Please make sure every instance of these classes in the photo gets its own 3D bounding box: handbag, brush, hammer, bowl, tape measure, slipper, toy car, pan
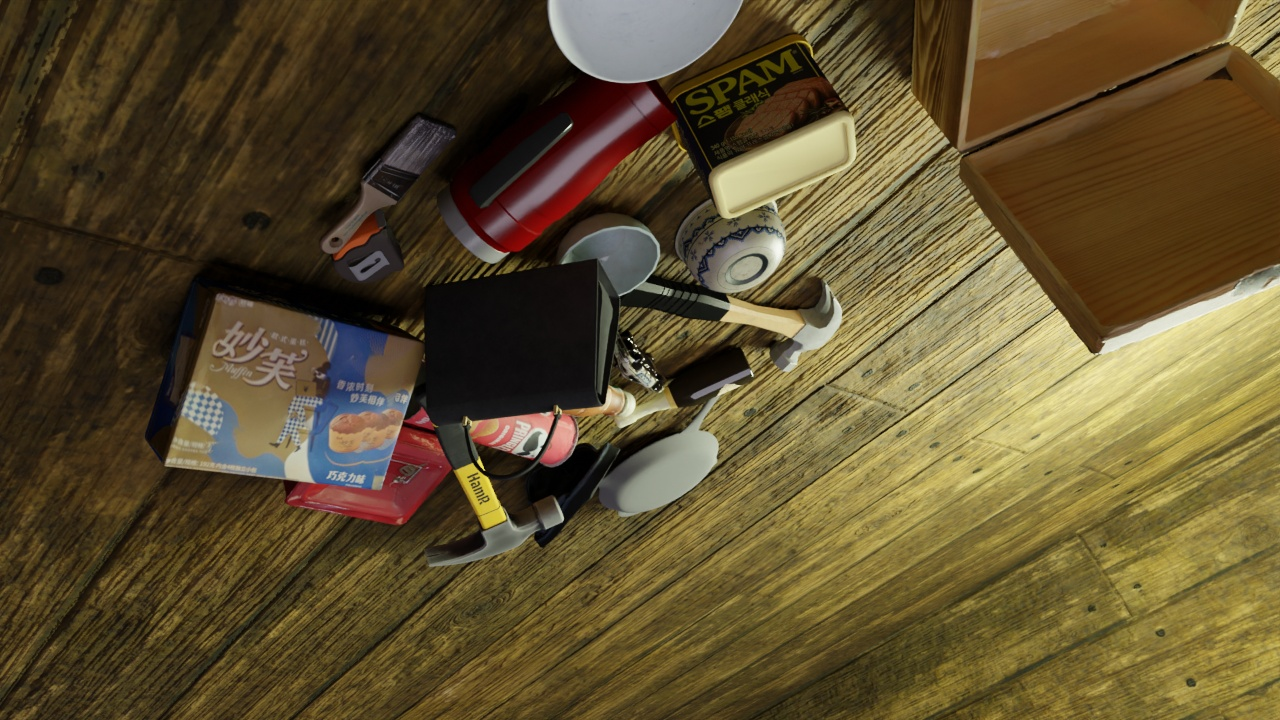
[{"bbox_3d":[-0.115,0.018,0.852,0.176,0.195,0.072,-8,150,14],"label":"handbag"},{"bbox_3d":[-0.213,-0.143,0.756,0.151,0.012,0.039,-44,140,15],"label":"brush"},{"bbox_3d":[-0.193,0.129,1.024,0.169,0.034,0.325,-22,141,-10],"label":"hammer"},{"bbox_3d":[-0.037,-0.107,0.903,0.106,0.039,0.106,-15,147,-10],"label":"bowl"},{"bbox_3d":[-0.241,-0.095,0.805,0.059,0.038,0.058,-20,147,-3],"label":"tape measure"},{"bbox_3d":[0.104,-0.058,1.060,0.327,0.039,0.131,9,135,-38],"label":"hammer"},{"bbox_3d":[-0.109,0.166,1.235,0.108,0.083,0.266,-55,180,-33],"label":"slipper"},{"bbox_3d":[-0.006,0.006,1.078,0.040,0.048,0.113,-33,146,9],"label":"toy car"},{"bbox_3d":[-0.004,-0.277,0.641,0.144,0.074,0.144,-15,147,-10],"label":"bowl"},{"bbox_3d":[0.099,-0.116,0.951,0.115,0.059,0.116,-15,147,-10],"label":"bowl"},{"bbox_3d":[0.058,0.130,1.304,0.216,0.024,0.356,-5,141,-35],"label":"pan"}]

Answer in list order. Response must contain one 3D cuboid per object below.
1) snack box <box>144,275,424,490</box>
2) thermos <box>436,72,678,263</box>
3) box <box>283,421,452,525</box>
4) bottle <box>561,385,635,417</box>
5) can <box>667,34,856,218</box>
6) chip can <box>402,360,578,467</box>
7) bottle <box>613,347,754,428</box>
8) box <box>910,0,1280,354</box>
[{"bbox_3d":[-0.318,0.026,0.841,0.202,0.069,0.155,16,94,-44],"label":"snack box"},{"bbox_3d":[-0.073,-0.166,0.744,0.199,0.084,0.108,-35,180,17],"label":"thermos"},{"bbox_3d":[-0.305,0.102,1.019,0.130,0.097,0.157,-42,139,22],"label":"box"},{"bbox_3d":[-0.066,0.039,1.085,0.059,0.059,0.167,-38,149,23],"label":"bottle"},{"bbox_3d":[0.104,-0.199,0.789,0.135,0.104,0.075,-24,148,3],"label":"can"},{"bbox_3d":[-0.174,0.062,1.045,0.073,0.073,0.232,-37,144,23],"label":"chip can"},{"bbox_3d":[0.052,0.041,1.165,0.184,0.045,0.045,-24,147,4],"label":"bottle"},{"bbox_3d":[0.418,-0.226,0.729,0.279,0.336,0.286,-24,149,0],"label":"box"}]
